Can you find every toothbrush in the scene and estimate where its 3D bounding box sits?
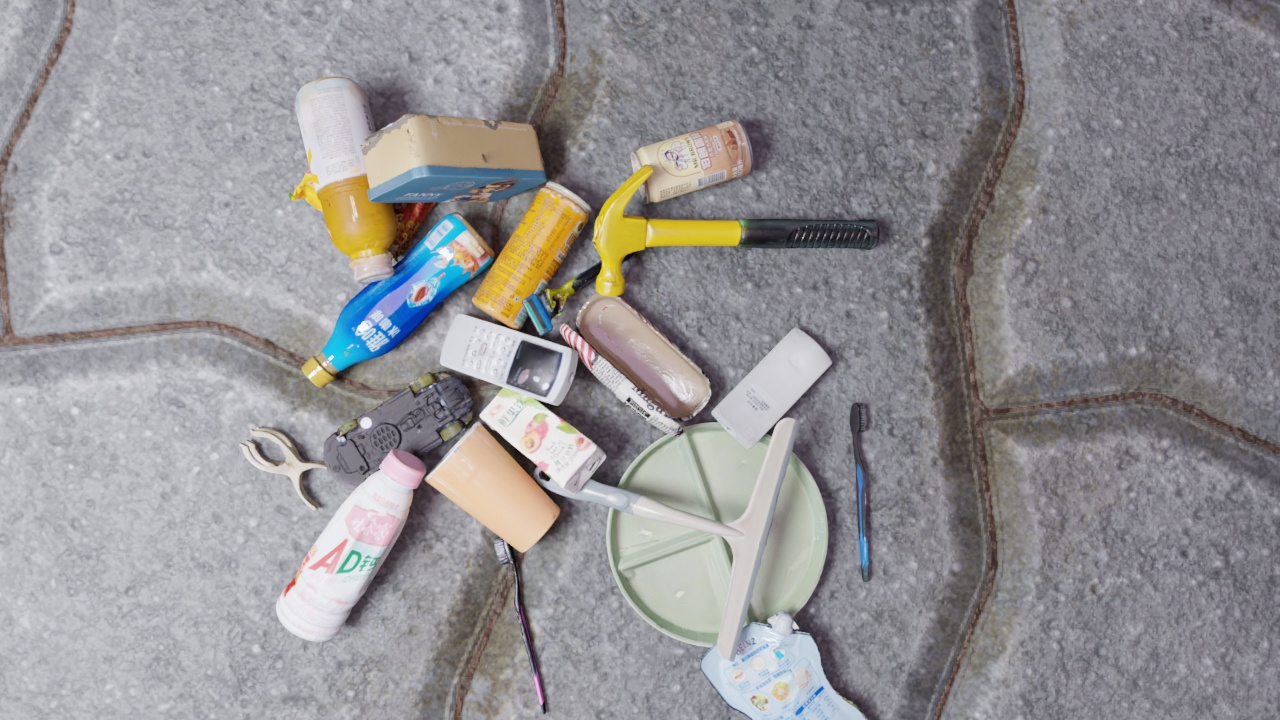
[{"bbox_3d":[-0.122,0.270,0.939,0.018,0.014,0.189,-13,89,5],"label":"toothbrush"},{"bbox_3d":[0.235,0.139,0.968,0.016,0.014,0.189,-3,89,-28],"label":"toothbrush"}]

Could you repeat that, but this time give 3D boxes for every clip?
[{"bbox_3d":[-0.352,0.105,0.920,0.100,0.035,0.072,36,85,-11],"label":"clip"}]

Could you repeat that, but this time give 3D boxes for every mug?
[{"bbox_3d":[-0.144,0.130,0.914,0.123,0.078,0.078,44,86,-7],"label":"mug"}]

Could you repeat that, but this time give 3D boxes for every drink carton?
[{"bbox_3d":[-0.096,0.075,0.909,0.122,0.045,0.053,36,83,25],"label":"drink carton"}]

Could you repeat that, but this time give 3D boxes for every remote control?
[{"bbox_3d":[-0.132,-0.002,0.908,0.150,0.021,0.058,17,86,27],"label":"remote control"},{"bbox_3d":[0.137,0.027,0.947,0.056,0.019,0.135,44,73,5],"label":"remote control"}]

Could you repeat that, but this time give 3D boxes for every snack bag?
[{"bbox_3d":[0.153,0.347,0.933,0.110,0.038,0.191,-33,98,9],"label":"snack bag"}]

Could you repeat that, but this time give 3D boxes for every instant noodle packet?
[{"bbox_3d":[-0.274,-0.178,0.928,0.128,0.044,0.110,31,82,-2],"label":"instant noodle packet"}]

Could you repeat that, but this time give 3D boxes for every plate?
[{"bbox_3d":[0.079,0.178,0.948,0.230,0.027,0.230,0,89,-4],"label":"plate"}]

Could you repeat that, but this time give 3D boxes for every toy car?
[{"bbox_3d":[-0.242,0.070,0.921,0.158,0.042,0.070,-30,90,-6],"label":"toy car"}]

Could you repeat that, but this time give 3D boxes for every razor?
[{"bbox_3d":[-0.060,-0.081,0.935,0.142,0.022,0.043,-38,117,-23],"label":"razor"}]

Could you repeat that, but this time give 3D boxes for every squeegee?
[{"bbox_3d":[0.007,0.144,0.906,0.247,0.039,0.246,16,88,9],"label":"squeegee"}]

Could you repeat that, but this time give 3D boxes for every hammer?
[{"bbox_3d":[0.101,-0.130,0.934,0.300,0.033,0.129,-1,112,-13],"label":"hammer"}]

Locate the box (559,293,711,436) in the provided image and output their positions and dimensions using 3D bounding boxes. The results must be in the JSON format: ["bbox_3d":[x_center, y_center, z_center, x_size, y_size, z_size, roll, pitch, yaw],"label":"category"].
[{"bbox_3d":[-0.006,0.006,0.919,0.162,0.086,0.076,43,108,-1],"label":"box"}]

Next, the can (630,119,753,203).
[{"bbox_3d":[0.053,-0.204,0.943,0.116,0.058,0.058,-18,89,-4],"label":"can"}]

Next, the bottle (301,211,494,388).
[{"bbox_3d":[-0.244,-0.055,0.915,0.218,0.065,0.065,-43,91,-4],"label":"bottle"}]

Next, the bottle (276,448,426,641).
[{"bbox_3d":[-0.274,0.176,0.888,0.068,0.068,0.197,34,96,-2],"label":"bottle"}]

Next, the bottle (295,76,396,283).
[{"bbox_3d":[-0.274,-0.169,0.871,0.068,0.068,0.189,-14,90,-5],"label":"bottle"}]

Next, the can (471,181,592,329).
[{"bbox_3d":[-0.109,-0.105,0.929,0.058,0.058,0.146,32,86,-2],"label":"can"}]

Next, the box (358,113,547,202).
[{"bbox_3d":[-0.178,-0.188,0.867,0.183,0.090,0.062,-16,92,-49],"label":"box"}]
